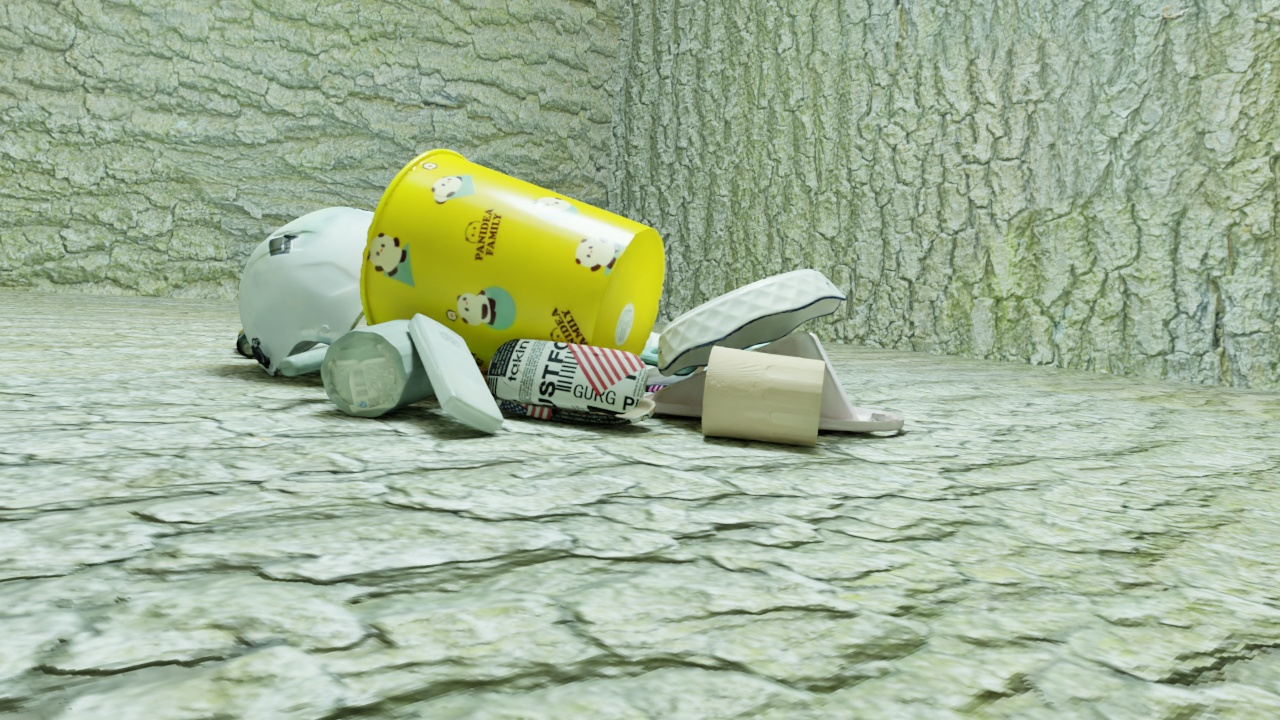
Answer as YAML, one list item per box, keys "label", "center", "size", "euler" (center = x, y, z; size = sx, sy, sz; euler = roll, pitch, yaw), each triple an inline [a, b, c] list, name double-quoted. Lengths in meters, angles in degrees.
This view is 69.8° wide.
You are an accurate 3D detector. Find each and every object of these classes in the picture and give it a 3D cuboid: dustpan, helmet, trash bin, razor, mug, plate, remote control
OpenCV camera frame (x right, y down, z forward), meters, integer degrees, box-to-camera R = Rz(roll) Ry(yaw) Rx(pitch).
- label: "dustpan"
  center: [0.138, 0.058, 1.022]
  size: [0.274, 0.139, 0.222]
  euler: [-23, -4, 17]
- label: "helmet"
  center: [-0.376, -0.096, 1.085]
  size: [0.259, 0.146, 0.228]
  euler: [-15, 17, 46]
- label: "trash bin"
  center: [-0.125, -0.086, 0.987]
  size: [0.255, 0.230, 0.229]
  euler: [18, 9, 17]
- label: "razor"
  center: [-0.534, -0.030, 1.271]
  size: [0.067, 0.062, 0.168]
  euler: [-34, 18, -26]
- label: "mug"
  center: [-0.257, 0.005, 0.853]
  size: [0.124, 0.084, 0.103]
  euler: [4, 7, 5]
- label: "mug"
  center: [0.116, 0.042, 0.862]
  size: [0.103, 0.084, 0.125]
  euler: [7, -21, 10]
- label: "plate"
  center: [0.109, -0.040, 0.949]
  size: [0.205, 0.045, 0.205]
  euler: [-20, -8, -3]
- label: "remote control"
  center: [-0.166, 0.010, 0.809]
  size: [0.058, 0.021, 0.150]
  euler: [33, 12, -38]

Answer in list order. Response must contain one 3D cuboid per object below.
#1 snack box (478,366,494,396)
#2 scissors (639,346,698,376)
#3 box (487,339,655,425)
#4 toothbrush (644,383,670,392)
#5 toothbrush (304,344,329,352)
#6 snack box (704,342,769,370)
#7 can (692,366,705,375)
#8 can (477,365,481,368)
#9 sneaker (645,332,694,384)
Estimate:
- label: "snack box"
  center: [-0.151, 0.022, 1.080]
  size: [0.075, 0.026, 0.153]
  euler: [6, 6, 4]
- label: "scissors"
  center: [-0.006, 0.006, 1.068]
  size: [0.181, 0.019, 0.170]
  euler: [-6, 21, 14]
- label: "box"
  center: [-0.065, 0.032, 0.881]
  size: [0.163, 0.076, 0.087]
  euler: [6, -23, 19]
- label: "toothbrush"
  center: [0.030, 0.037, 1.173]
  size: [0.189, 0.014, 0.018]
  euler: [3, 21, -35]
- label: "toothbrush"
  center: [-0.371, -0.006, 1.231]
  size: [0.220, 0.026, 0.027]
  euler: [3, 16, -20]
- label: "snack box"
  center: [0.128, 0.003, 1.230]
  size: [0.051, 0.074, 0.174]
  euler: [26, 9, 13]
- label: "can"
  center: [0.061, -0.003, 1.406]
  size: [0.059, 0.058, 0.116]
  euler: [9, 7, 44]
- label: "can"
  center: [-0.210, -0.004, 1.163]
  size: [0.058, 0.058, 0.146]
  euler: [6, 5, 16]
- label: "sneaker"
  center: [-0.047, -0.023, 1.209]
  size: [0.242, 0.091, 0.089]
  euler: [3, 49, 11]
